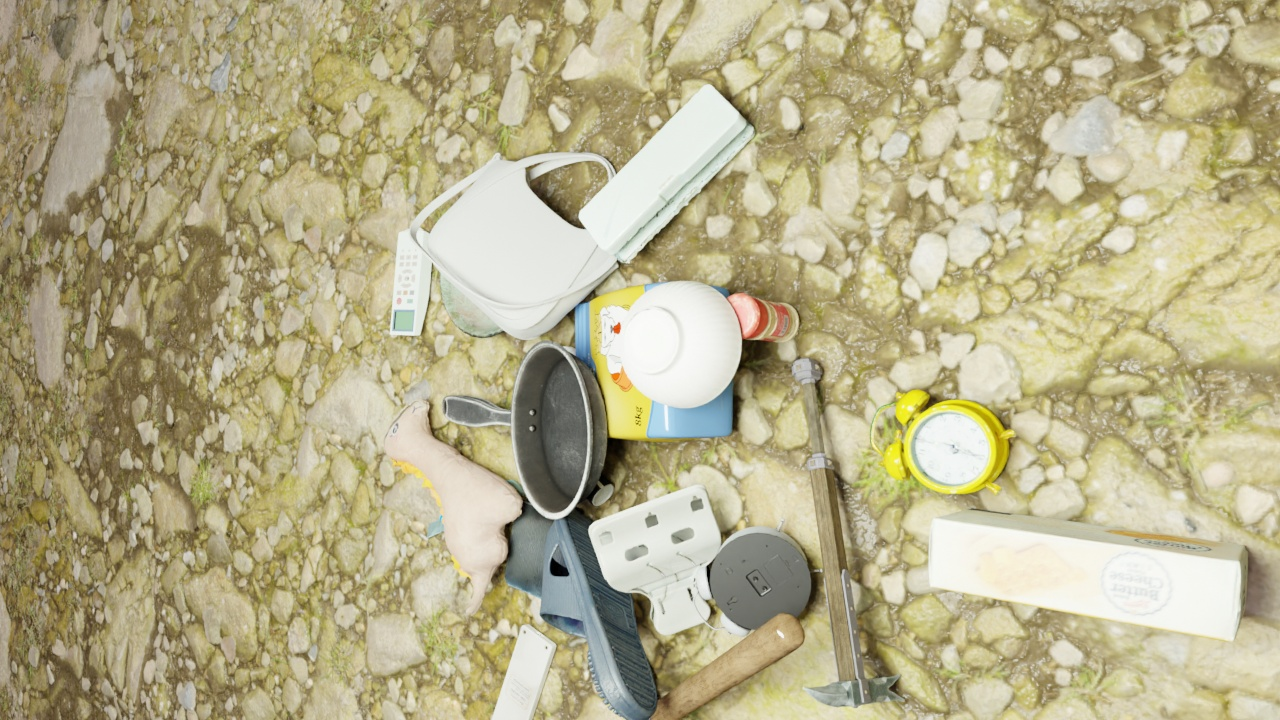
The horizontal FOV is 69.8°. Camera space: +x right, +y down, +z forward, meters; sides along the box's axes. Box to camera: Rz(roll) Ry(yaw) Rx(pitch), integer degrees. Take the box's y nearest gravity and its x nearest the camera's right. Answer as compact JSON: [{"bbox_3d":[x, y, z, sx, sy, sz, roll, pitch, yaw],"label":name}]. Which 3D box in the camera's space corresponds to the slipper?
[{"bbox_3d":[-0.059,0.258,0.928,0.082,0.101,0.263,-37,38,10],"label":"slipper"}]

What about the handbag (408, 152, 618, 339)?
[{"bbox_3d":[-0.123,-0.157,1.023,0.216,0.096,0.222,41,82,9],"label":"handbag"}]

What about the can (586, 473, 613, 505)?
[{"bbox_3d":[-0.067,0.127,1.035,0.080,0.031,0.032,40,110,30],"label":"can"}]

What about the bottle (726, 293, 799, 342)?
[{"bbox_3d":[0.114,-0.038,0.870,0.044,0.109,0.044,-1,89,31],"label":"bottle"}]

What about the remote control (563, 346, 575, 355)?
[{"bbox_3d":[-0.101,0.049,1.075,0.043,0.013,0.136,25,102,33],"label":"remote control"}]

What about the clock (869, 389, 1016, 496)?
[{"bbox_3d":[0.258,0.072,0.793,0.119,0.057,0.083,16,97,28],"label":"clock"}]

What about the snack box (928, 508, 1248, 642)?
[{"bbox_3d":[0.339,0.158,0.703,0.208,0.104,0.057,3,89,35],"label":"snack box"}]

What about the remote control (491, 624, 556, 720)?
[{"bbox_3d":[-0.138,0.383,1.084,0.050,0.011,0.136,25,102,33],"label":"remote control"}]

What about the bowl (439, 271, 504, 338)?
[{"bbox_3d":[-0.177,-0.105,1.121,0.158,0.038,0.157,-2,86,35],"label":"bowl"}]

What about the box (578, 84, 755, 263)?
[{"bbox_3d":[0.023,-0.196,0.958,0.199,0.066,0.083,-45,80,12],"label":"box"}]

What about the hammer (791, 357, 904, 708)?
[{"bbox_3d":[0.168,0.146,0.829,0.028,0.146,0.316,-20,65,37],"label":"hammer"}]

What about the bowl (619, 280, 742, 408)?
[{"bbox_3d":[0.025,-0.016,0.823,0.118,0.062,0.118,-2,87,33],"label":"bowl"}]

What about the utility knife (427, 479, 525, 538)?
[{"bbox_3d":[-0.210,0.187,1.144,0.179,0.015,0.031,-30,66,32],"label":"utility knife"}]

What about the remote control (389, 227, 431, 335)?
[{"bbox_3d":[-0.301,-0.104,1.216,0.050,0.024,0.143,3,87,35],"label":"remote control"}]

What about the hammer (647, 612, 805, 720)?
[{"bbox_3d":[0.063,0.302,0.854,0.129,0.040,0.323,62,145,22],"label":"hammer"}]

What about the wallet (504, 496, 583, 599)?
[{"bbox_3d":[-0.113,0.220,1.066,0.089,0.026,0.115,11,94,34],"label":"wallet"}]

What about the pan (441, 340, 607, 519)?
[{"bbox_3d":[-0.139,0.068,1.041,0.357,0.055,0.187,6,97,58],"label":"pan"}]

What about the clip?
[{"bbox_3d":[0.021,0.199,0.935,0.126,0.096,0.152,-18,116,-4],"label":"clip"}]

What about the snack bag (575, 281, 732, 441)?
[{"bbox_3d":[-0.006,0.006,0.967,0.206,0.102,0.159,-5,84,49],"label":"snack bag"}]

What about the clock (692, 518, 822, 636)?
[{"bbox_3d":[0.106,0.214,0.882,0.123,0.035,0.094,-37,89,13],"label":"clock"}]

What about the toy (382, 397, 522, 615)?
[{"bbox_3d":[-0.248,0.167,1.124,0.265,0.065,0.196,22,90,37],"label":"toy"}]
